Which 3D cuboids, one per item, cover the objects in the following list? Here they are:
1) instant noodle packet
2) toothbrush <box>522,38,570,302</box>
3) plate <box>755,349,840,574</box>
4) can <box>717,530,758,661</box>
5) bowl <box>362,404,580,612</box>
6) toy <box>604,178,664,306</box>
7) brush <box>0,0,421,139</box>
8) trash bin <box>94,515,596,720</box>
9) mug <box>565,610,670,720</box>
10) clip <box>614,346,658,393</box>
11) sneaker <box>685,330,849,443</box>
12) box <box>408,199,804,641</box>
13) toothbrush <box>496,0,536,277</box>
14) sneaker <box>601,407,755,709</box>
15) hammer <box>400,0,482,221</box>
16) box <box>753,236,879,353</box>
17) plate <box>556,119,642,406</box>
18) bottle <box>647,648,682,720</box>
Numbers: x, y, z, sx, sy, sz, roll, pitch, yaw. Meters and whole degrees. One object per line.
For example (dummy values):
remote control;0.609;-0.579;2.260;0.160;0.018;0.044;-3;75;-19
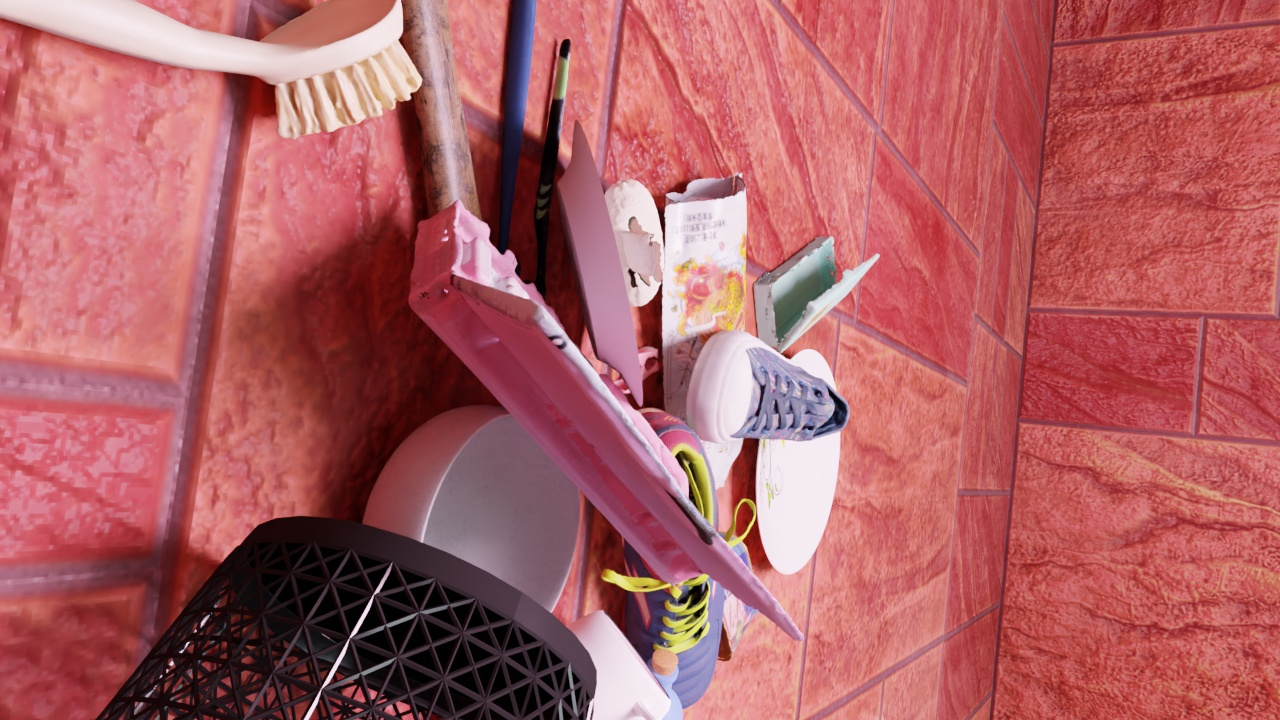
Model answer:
instant noodle packet;0.059;-0.009;0.752;0.146;0.057;0.269;-36;129;-51
toothbrush;-0.060;-0.111;0.572;0.017;0.014;0.188;12;83;-51
plate;0.154;0.102;0.944;0.228;0.030;0.229;-12;104;-58
can;0.062;0.199;0.780;0.058;0.054;0.100;-48;133;-43
bowl;-0.095;0.090;0.487;0.131;0.064;0.132;-12;104;-58
toy;-0.005;-0.079;0.627;0.112;0.050;0.087;-72;157;-70
brush;-0.188;-0.124;0.321;0.271;0.062;0.077;-11;99;-54
trash bin;-0.129;0.202;0.320;0.217;0.217;0.242;64;36;-41
mug;-0.026;0.217;0.573;0.076;0.124;0.090;-38;116;-9
clip;-0.004;0.000;0.676;0.057;0.022;0.035;-31;118;-60
sneaker;0.111;0.028;0.737;0.235;0.079;0.087;10;93;-63
box;-0.023;0.038;0.454;0.055;0.180;0.233;-38;120;-2
toothbrush;-0.074;-0.131;0.544;0.017;0.016;0.190;6;88;-67
sneaker;0.022;0.157;0.660;0.116;0.091;0.242;-15;107;-22
hammer;-0.110;-0.209;0.459;0.119;0.033;0.331;-34;123;-54
box;0.189;-0.068;0.935;0.188;0.079;0.077;-34;124;-53
plate;-0.029;-0.055;0.549;0.173;0.019;0.173;165;-89;-85
bottle;0.004;0.260;0.657;0.047;0.048;0.131;-31;140;-54
